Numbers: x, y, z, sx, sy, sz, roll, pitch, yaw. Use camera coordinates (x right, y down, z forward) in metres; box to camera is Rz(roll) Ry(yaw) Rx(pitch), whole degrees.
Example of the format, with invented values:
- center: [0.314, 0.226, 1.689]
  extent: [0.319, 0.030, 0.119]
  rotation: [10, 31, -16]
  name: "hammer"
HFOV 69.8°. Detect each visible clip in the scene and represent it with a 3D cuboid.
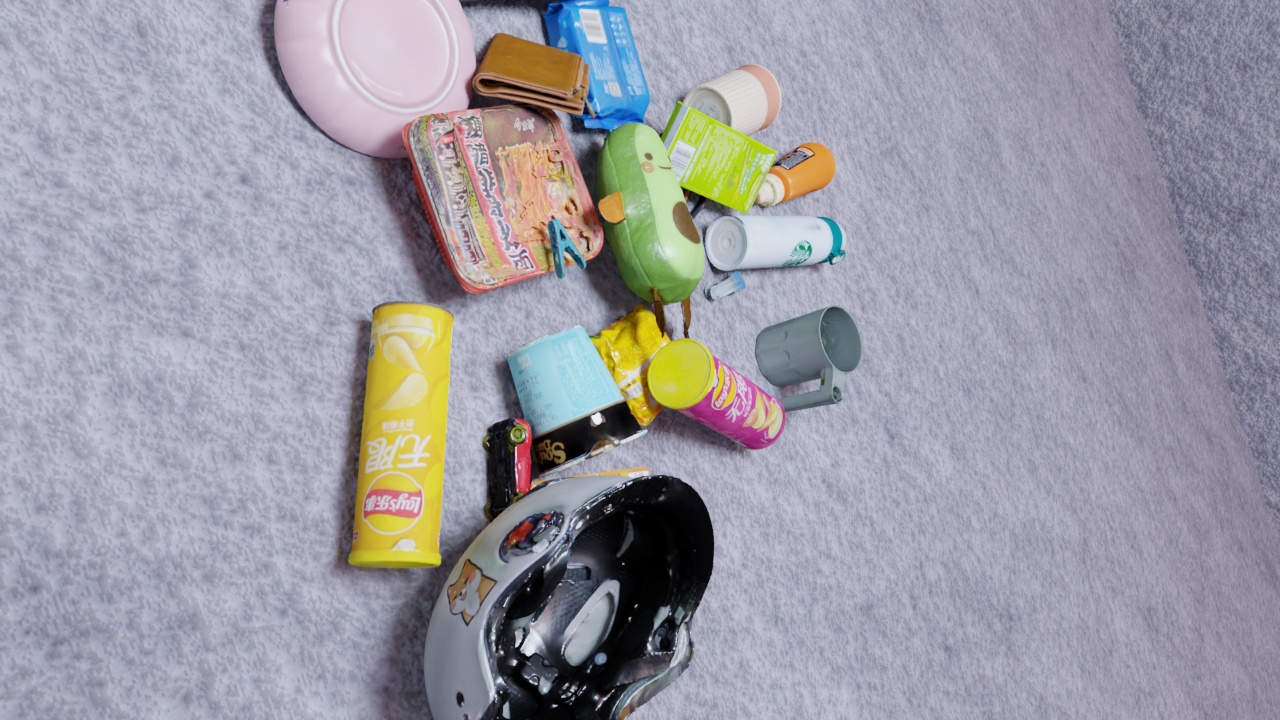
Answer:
- center: [0.100, -0.086, 1.107]
  extent: [0.058, 0.042, 0.026]
  rotation: [-27, 98, -41]
  name: "clip"
- center: [-0.072, -0.105, 0.849]
  extent: [0.032, 0.013, 0.054]
  rotation: [-29, 105, -42]
  name: "clip"

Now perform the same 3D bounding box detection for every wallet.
- center: [-0.097, -0.283, 0.904]
  extent: [0.119, 0.035, 0.130]
  rotation: [15, 34, -9]
  name: "wallet"

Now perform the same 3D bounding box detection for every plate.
- center: [-0.223, -0.279, 0.815]
  extent: [0.192, 0.039, 0.192]
  rotation: [-4, 95, -42]
  name: "plate"

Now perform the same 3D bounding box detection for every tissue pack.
- center: [-0.048, -0.325, 1.014]
  extent: [0.094, 0.052, 0.157]
  rotation: [-15, 88, -42]
  name: "tissue pack"

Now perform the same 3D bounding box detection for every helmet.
- center: [-0.073, 0.207, 0.754]
  extent: [0.230, 0.157, 0.273]
  rotation: [49, 63, -43]
  name: "helmet"

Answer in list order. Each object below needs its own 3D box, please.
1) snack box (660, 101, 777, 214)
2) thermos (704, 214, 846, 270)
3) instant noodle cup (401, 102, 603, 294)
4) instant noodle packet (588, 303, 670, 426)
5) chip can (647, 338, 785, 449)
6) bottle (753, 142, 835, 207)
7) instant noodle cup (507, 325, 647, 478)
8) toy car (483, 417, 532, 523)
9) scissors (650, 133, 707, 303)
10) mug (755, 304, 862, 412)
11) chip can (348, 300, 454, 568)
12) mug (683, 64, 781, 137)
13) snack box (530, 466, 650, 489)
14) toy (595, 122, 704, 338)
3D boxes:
- center: [0.087, -0.235, 1.077]
  extent: [0.156, 0.026, 0.086]
  rotation: [13, 109, -40]
  name: "snack box"
- center: [0.181, -0.149, 1.163]
  extent: [0.223, 0.073, 0.073]
  rotation: [-8, 84, -44]
  name: "thermos"
- center: [-0.134, -0.152, 0.865]
  extent: [0.188, 0.079, 0.164]
  rotation: [-23, 95, -44]
  name: "instant noodle cup"
- center: [-0.006, 0.006, 0.950]
  extent: [0.111, 0.044, 0.128]
  rotation: [60, 32, -3]
  name: "instant noodle packet"
- center: [0.086, 0.040, 0.974]
  extent: [0.210, 0.072, 0.071]
  rotation: [30, 57, -57]
  name: "chip can"
- center: [0.196, -0.240, 1.214]
  extent: [0.149, 0.067, 0.067]
  rotation: [-32, 100, -35]
  name: "bottle"
- center: [-0.066, 0.035, 0.864]
  extent: [0.111, 0.111, 0.120]
  rotation: [-20, 85, -44]
  name: "instant noodle cup"
- center: [-0.117, 0.105, 0.828]
  extent: [0.031, 0.049, 0.106]
  rotation: [10, 70, -39]
  name: "toy car"
- center: [0.026, -0.170, 1.064]
  extent: [0.201, 0.015, 0.206]
  rotation: [-24, 96, -44]
  name: "scissors"
- center: [0.201, 0.002, 1.114]
  extent: [0.083, 0.104, 0.123]
  rotation: [28, 61, -34]
  name: "mug"
- center: [-0.195, 0.062, 0.755]
  extent: [0.072, 0.072, 0.213]
  rotation: [14, 68, -40]
  name: "chip can"
- center: [0.113, -0.301, 1.146]
  extent: [0.105, 0.082, 0.115]
  rotation: [-34, 131, -41]
  name: "mug"
- center: [-0.048, 0.149, 0.895]
  extent: [0.153, 0.026, 0.075]
  rotation: [-1, 78, -43]
  name: "snack box"
- center: [0.012, -0.138, 0.959]
  extent: [0.226, 0.090, 0.246]
  rotation: [-6, 78, -68]
  name: "toy"
